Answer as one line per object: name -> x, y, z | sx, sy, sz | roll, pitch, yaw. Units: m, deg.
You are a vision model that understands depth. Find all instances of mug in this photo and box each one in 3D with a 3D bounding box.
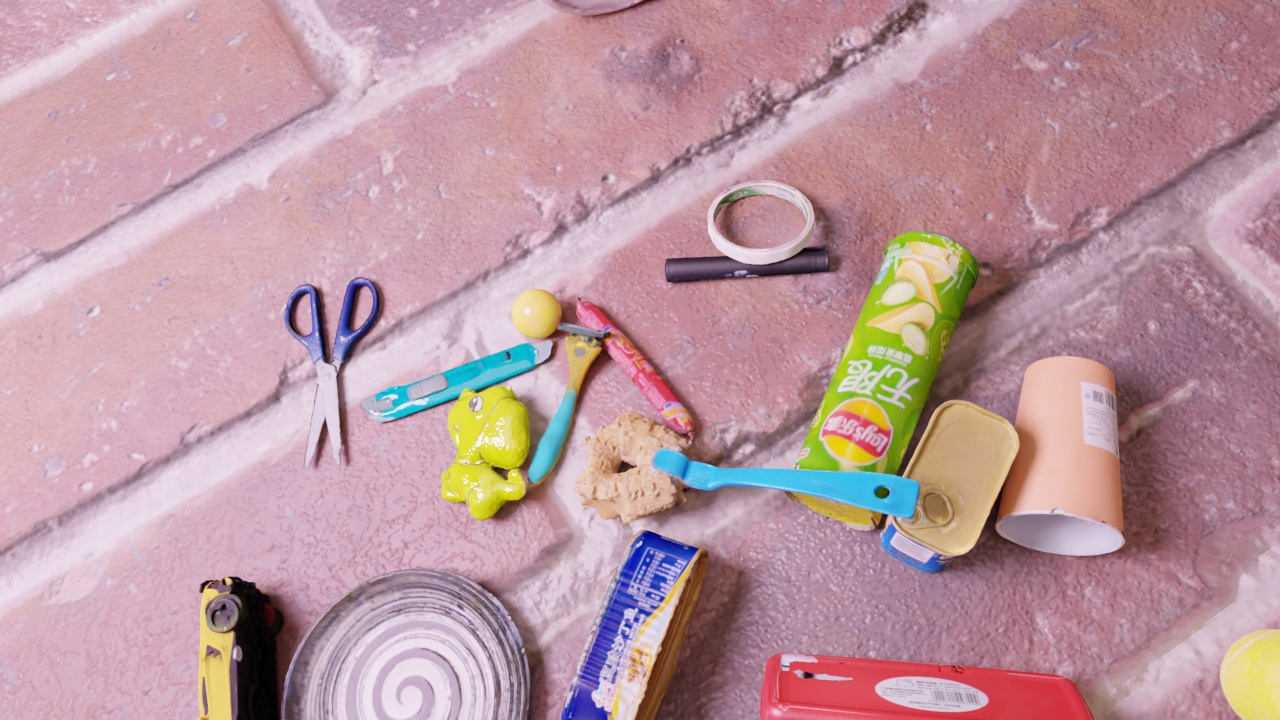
mug -> 0.291, 0.063, 0.630 | 0.078, 0.078, 0.122 | 11, 66, 11

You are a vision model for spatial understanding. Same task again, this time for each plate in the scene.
plate -> -0.162, 0.237, 0.645 | 0.179, 0.024, 0.179 | -3, 68, 8

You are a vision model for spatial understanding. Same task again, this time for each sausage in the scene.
sausage -> -0.004, 0.004, 0.721 | 0.020, 0.020, 0.156 | -38, 68, -9

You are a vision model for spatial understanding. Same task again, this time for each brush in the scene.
brush -> 0.061, 0.080, 0.625 | 0.255, 0.046, 0.083 | 2, 58, 34

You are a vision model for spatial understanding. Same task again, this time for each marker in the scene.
marker -> 0.085, -0.078, 0.742 | 0.132, 0.020, 0.022 | -3, 77, 6

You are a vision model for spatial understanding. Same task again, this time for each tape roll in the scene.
tape roll -> 0.098, -0.114, 0.747 | 0.086, 0.014, 0.085 | -4, 52, 4

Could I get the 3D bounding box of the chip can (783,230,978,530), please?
chip can -> 0.178, 0.009, 0.666 | 0.072, 0.073, 0.221 | 22, 73, 15

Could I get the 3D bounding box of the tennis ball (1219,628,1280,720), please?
tennis ball -> 0.395, 0.199, 0.564 | 0.065, 0.065, 0.065 | -3, 67, 6

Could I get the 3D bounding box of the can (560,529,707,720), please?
can -> -0.002, 0.189, 0.616 | 0.049, 0.075, 0.148 | 17, 70, 17

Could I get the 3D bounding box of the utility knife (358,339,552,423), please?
utility knife -> -0.148, 0.015, 0.738 | 0.164, 0.013, 0.029 | -20, 70, -1

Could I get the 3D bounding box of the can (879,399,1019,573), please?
can -> 0.206, 0.089, 0.624 | 0.057, 0.083, 0.102 | 26, 74, 17

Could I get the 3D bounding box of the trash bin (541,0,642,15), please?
trash bin -> -0.050, -0.432, 0.815 | 0.227, 0.227, 0.192 | -17, 79, 0

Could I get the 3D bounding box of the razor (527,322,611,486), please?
razor -> -0.061, 0.035, 0.710 | 0.043, 0.028, 0.132 | 13, 76, 19

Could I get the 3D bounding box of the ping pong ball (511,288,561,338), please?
ping pong ball -> -0.083, -0.038, 0.737 | 0.040, 0.040, 0.040 | -3, 67, 6

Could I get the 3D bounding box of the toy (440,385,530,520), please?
toy -> -0.116, 0.067, 0.702 | 0.097, 0.031, 0.100 | 26, 81, 28

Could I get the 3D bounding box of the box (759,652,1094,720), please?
box -> 0.174, 0.253, 0.575 | 0.201, 0.095, 0.099 | 2, 103, 9

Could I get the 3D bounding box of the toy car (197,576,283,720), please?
toy car -> -0.279, 0.226, 0.638 | 0.041, 0.071, 0.155 | -15, 67, 0

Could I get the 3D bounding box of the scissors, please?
scissors -> -0.266, 0.005, 0.758 | 0.141, 0.012, 0.170 | 23, 71, 16
